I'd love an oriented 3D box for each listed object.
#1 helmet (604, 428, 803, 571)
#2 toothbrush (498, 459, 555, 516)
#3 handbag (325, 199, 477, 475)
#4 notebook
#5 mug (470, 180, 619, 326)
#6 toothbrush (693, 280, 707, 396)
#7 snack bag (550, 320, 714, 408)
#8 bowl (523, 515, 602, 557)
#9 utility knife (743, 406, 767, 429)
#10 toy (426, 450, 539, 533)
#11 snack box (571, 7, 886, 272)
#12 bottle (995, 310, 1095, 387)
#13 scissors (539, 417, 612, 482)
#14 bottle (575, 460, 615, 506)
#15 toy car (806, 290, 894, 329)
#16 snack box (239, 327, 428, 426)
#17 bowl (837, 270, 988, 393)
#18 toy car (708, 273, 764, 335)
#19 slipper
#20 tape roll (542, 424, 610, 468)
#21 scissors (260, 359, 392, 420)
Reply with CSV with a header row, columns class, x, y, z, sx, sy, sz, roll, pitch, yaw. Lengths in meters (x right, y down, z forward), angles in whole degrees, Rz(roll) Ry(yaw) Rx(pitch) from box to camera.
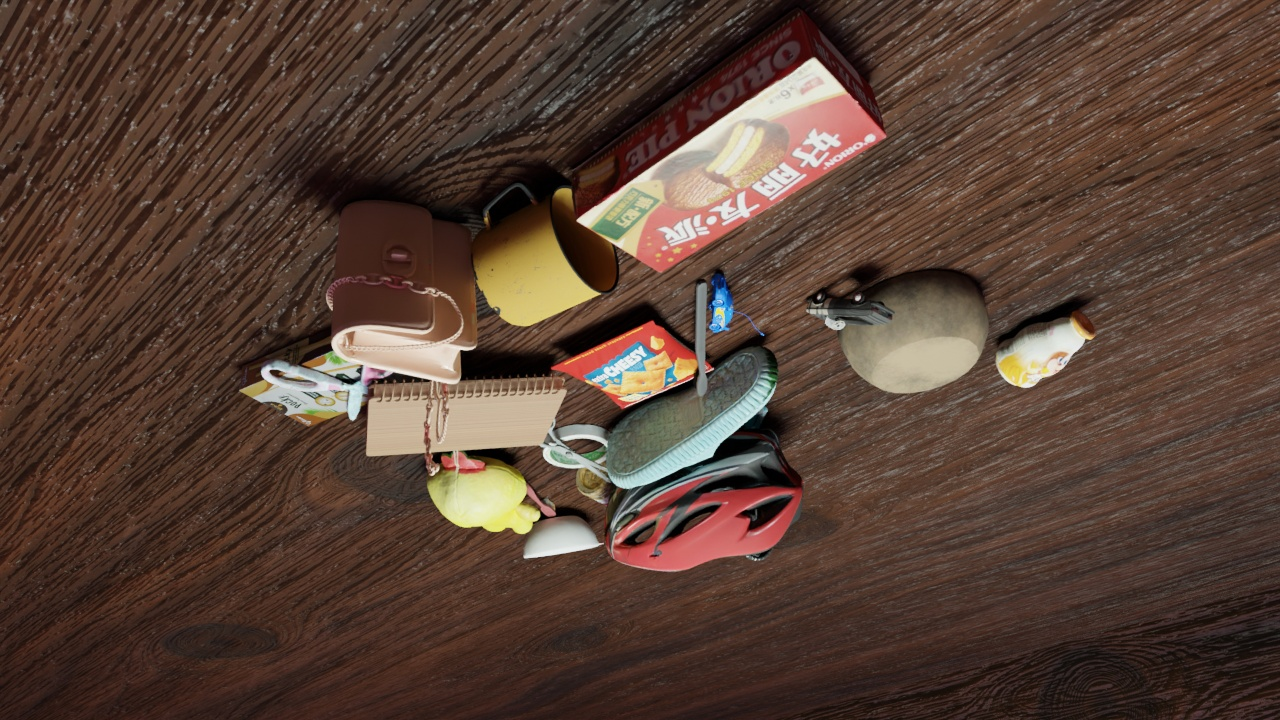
class,x,y,z,sx,sy,sz,roll,pitch,yaw
helmet,0.073,0.180,1.184,0.272,0.167,0.217,-18,-172,15
toothbrush,-0.162,0.180,1.308,0.015,0.015,0.184,-15,144,13
handbag,-0.223,-0.018,0.806,0.116,0.198,0.188,9,137,-24
notebook,-0.200,0.062,1.040,0.210,0.022,0.169,-2,153,-19
mug,-0.092,-0.098,0.805,0.094,0.100,0.124,-22,121,26
toothbrush,0.066,-0.021,0.998,0.012,0.013,0.168,-23,139,-18
snack bag,-0.006,0.006,1.030,0.131,0.039,0.144,-24,148,23
bowl,-0.124,0.266,1.398,0.114,0.050,0.115,-9,166,-2
utility knife,0.148,0.096,1.229,0.022,0.015,0.149,1,150,-2
toy,-0.210,0.187,1.235,0.134,0.092,0.208,-1,155,17
snack box,0.066,-0.168,0.749,0.237,0.060,0.113,-28,143,31
bottle,0.469,-0.015,1.063,0.063,0.063,0.109,15,143,-30
scissors,-0.107,0.118,1.174,0.121,0.014,0.160,-20,122,21
bottle,-0.039,0.176,1.280,0.056,0.056,0.105,-23,145,24
toy car,0.218,-0.050,0.961,0.040,0.037,0.092,19,172,-37
snack box,-0.322,0.011,0.988,0.186,0.031,0.101,-20,146,20
bowl,0.305,-0.023,1.013,0.162,0.070,0.162,-5,148,-3
toy car,0.103,-0.054,0.958,0.062,0.033,0.092,1,148,0
slipper,0.065,0.077,1.095,0.069,0.115,0.277,34,127,-31
tape roll,-0.082,0.114,1.209,0.094,0.018,0.094,-5,148,-3
scissors,-0.313,0.020,0.962,0.174,0.013,0.171,5,149,-21
